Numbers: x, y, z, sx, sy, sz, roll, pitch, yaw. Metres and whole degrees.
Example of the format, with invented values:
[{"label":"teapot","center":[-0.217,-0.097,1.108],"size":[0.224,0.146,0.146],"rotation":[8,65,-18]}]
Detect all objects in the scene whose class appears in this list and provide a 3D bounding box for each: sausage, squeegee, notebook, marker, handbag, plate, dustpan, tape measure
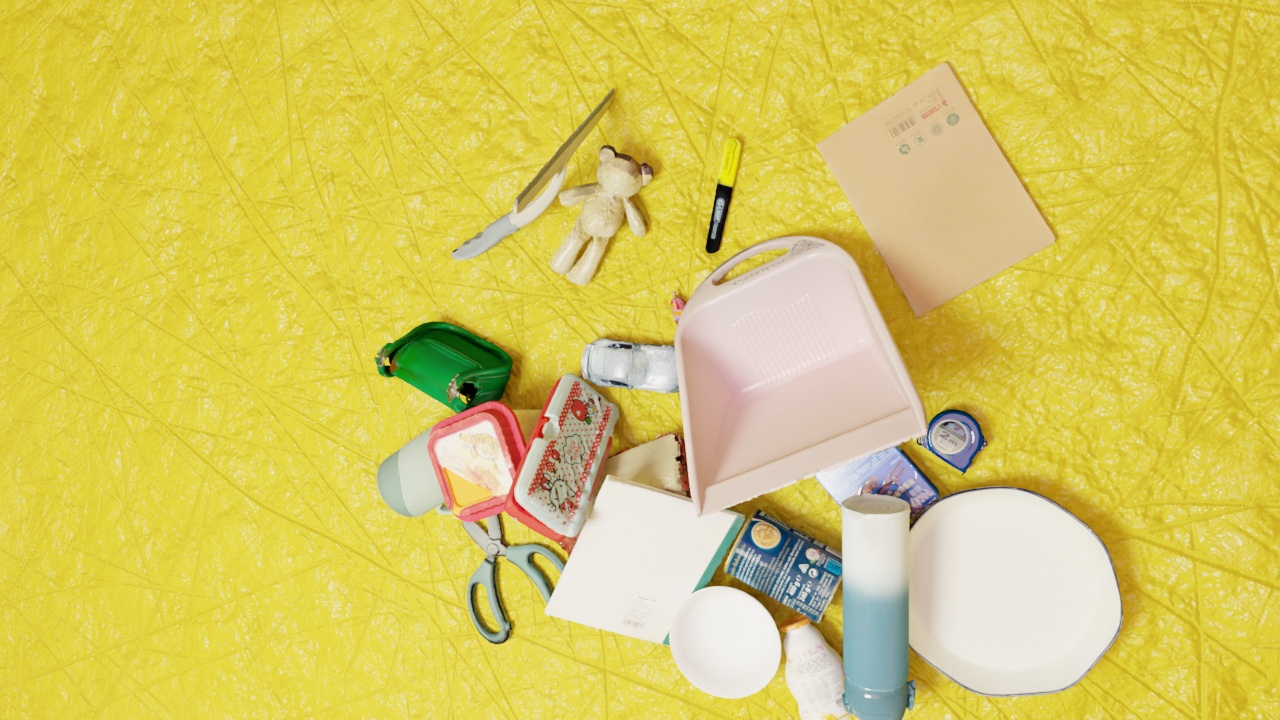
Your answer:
[{"label":"sausage","center":[0.063,-0.003,0.998],"size":[0.020,0.020,0.156],"rotation":[-24,85,19]},{"label":"squeegee","center":[-0.137,-0.165,1.017],"size":[0.039,0.245,0.247],"rotation":[44,133,-15]},{"label":"notebook","center":[0.001,0.217,0.967],"size":[0.150,0.012,0.210],"rotation":[18,121,-11]},{"label":"notebook","center":[0.289,-0.168,0.912],"size":[0.148,0.008,0.207],"rotation":[-31,82,19]},{"label":"marker","center":[0.088,-0.175,0.981],"size":[0.018,0.015,0.124],"rotation":[15,99,22]},{"label":"handbag","center":[-0.220,0.009,1.047],"size":[0.131,0.120,0.068],"rotation":[26,105,16]},{"label":"plate","center":[0.351,0.221,0.892],"size":[0.205,0.045,0.205],"rotation":[1,92,20]},{"label":"dustpan","center":[0.125,-0.006,0.880],"size":[0.223,0.272,0.139],"rotation":[-25,109,16]},{"label":"tape measure","center":[0.311,0.076,0.909],"size":[0.058,0.025,0.054],"rotation":[34,102,11]}]

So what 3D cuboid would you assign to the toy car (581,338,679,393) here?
[{"label":"toy car","center":[-0.006,0.006,1.015],"size":[0.121,0.036,0.054],"rotation":[6,94,16]}]

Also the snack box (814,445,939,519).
[{"label":"snack box","center":[0.221,0.102,0.942],"size":[0.085,0.026,0.157],"rotation":[-43,79,17]}]

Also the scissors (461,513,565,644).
[{"label":"scissors","center":[-0.167,0.265,1.096],"size":[0.174,0.019,0.178],"rotation":[38,105,13]}]

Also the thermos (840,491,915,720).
[{"label":"thermos","center":[0.229,0.242,0.887],"size":[0.070,0.070,0.220],"rotation":[0,100,20]}]

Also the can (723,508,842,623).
[{"label":"can","center":[0.152,0.212,0.947],"size":[0.111,0.075,0.075],"rotation":[27,101,16]}]

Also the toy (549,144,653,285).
[{"label":"toy","center":[-0.047,-0.156,1.012],"size":[0.105,0.066,0.157],"rotation":[25,107,-16]}]

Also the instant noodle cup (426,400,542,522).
[{"label":"instant noodle cup","center":[-0.155,0.107,1.024],"size":[0.116,0.124,0.116],"rotation":[-21,85,23]}]

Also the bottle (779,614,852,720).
[{"label":"bottle","center":[0.180,0.320,0.949],"size":[0.063,0.063,0.108],"rotation":[-23,86,19]}]

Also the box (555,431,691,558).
[{"label":"box","center":[-0.021,0.145,0.985],"size":[0.169,0.091,0.079],"rotation":[-23,126,20]}]

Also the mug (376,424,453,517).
[{"label":"mug","center":[-0.242,0.140,1.089],"size":[0.106,0.082,0.112],"rotation":[-33,113,18]}]

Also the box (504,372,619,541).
[{"label":"box","center":[-0.075,0.096,0.961],"size":[0.087,0.200,0.049],"rotation":[33,128,-13]}]

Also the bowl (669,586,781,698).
[{"label":"bowl","center":[0.096,0.289,0.976],"size":[0.118,0.064,0.118],"rotation":[2,96,19]}]
